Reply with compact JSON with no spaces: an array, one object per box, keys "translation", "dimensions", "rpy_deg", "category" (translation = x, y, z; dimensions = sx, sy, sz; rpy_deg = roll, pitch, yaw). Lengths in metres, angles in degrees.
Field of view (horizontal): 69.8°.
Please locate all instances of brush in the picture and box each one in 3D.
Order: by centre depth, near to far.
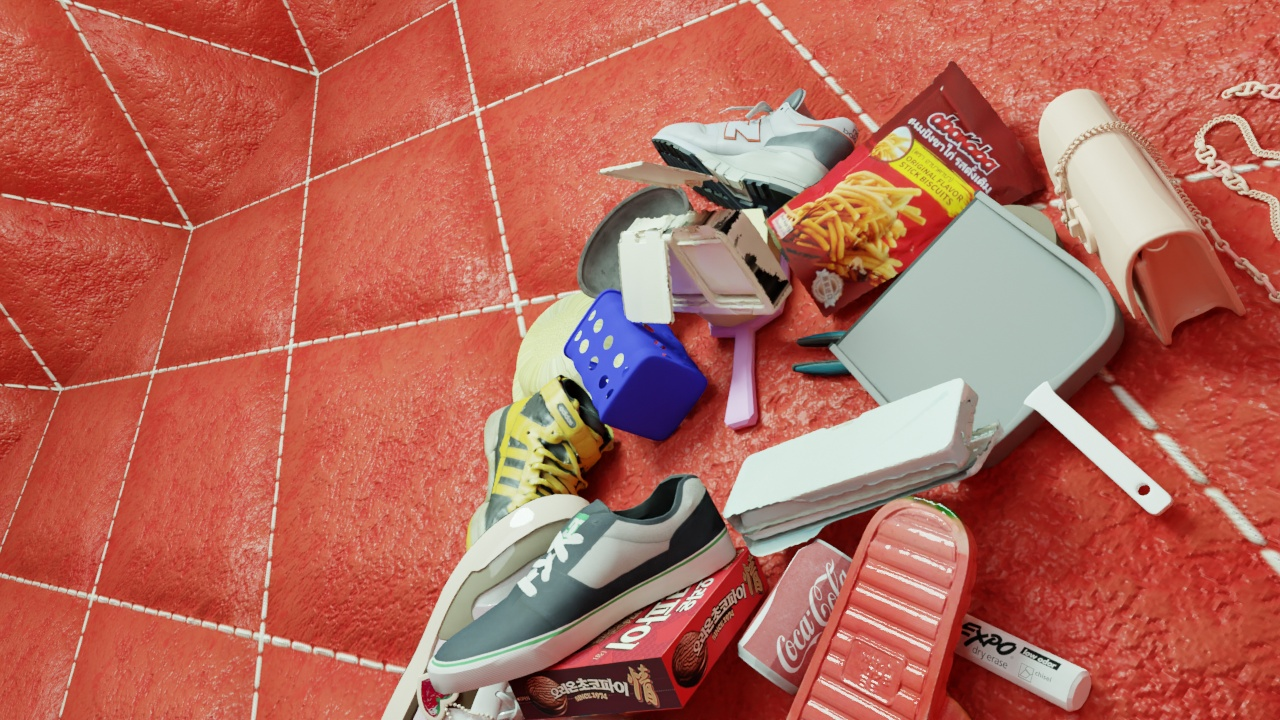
[{"translation":[0.089,-0.043,0.843],"dimensions":[0.089,0.043,0.228],"rpy_deg":[-20,46,32],"category":"brush"}]

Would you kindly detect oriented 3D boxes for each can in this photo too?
[{"translation":[0.113,0.175,0.630],"dimensions":[0.096,0.054,0.054],"rpy_deg":[-55,38,-7],"category":"can"}]

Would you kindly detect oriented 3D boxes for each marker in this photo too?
[{"translation":[0.208,0.173,0.561],"dimensions":[0.126,0.025,0.025],"rpy_deg":[19,72,50],"category":"marker"}]

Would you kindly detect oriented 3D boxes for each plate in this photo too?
[{"translation":[-0.081,-0.017,0.991],"dimensions":[0.185,0.036,0.184],"rpy_deg":[-26,44,27],"category":"plate"}]

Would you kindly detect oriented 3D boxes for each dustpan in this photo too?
[{"translation":[0.255,0.009,0.624],"dimensions":[0.163,0.033,0.257],"rpy_deg":[-49,50,16],"category":"dustpan"}]

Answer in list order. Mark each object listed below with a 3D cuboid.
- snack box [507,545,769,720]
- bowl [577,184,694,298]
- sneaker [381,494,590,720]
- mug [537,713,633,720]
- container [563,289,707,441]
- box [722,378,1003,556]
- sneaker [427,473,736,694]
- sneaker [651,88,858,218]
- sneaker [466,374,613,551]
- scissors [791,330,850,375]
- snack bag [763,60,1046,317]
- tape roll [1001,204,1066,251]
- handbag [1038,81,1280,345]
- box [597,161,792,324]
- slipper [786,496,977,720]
[{"translation":[0.002,0.194,0.662],"dimensions":[0.133,0.036,0.151],"rpy_deg":[-19,7,33],"category":"snack box"},{"translation":[0.010,-0.107,0.951],"dimensions":[0.145,0.067,0.144],"rpy_deg":[-28,41,28],"category":"bowl"},{"translation":[-0.109,0.246,0.714],"dimensions":[0.294,0.111,0.116],"rpy_deg":[-57,40,5],"category":"sneaker"},{"translation":[-0.042,0.278,0.663],"dimensions":[0.107,0.089,0.071],"rpy_deg":[25,77,51],"category":"mug"},{"translation":[-0.005,0.005,0.853],"dimensions":[0.085,0.085,0.113],"rpy_deg":[-55,37,19],"category":"container"},{"translation":[0.142,0.076,0.629],"dimensions":[0.199,0.085,0.072],"rpy_deg":[-29,81,43],"category":"box"},{"translation":[-0.048,0.152,0.654],"dimensions":[0.235,0.079,0.084],"rpy_deg":[-25,7,-18],"category":"sneaker"},{"translation":[0.125,-0.219,0.933],"dimensions":[0.124,0.089,0.240],"rpy_deg":[-48,46,-6],"category":"sneaker"},{"translation":[-0.086,0.112,0.845],"dimensions":[0.122,0.086,0.238],"rpy_deg":[-34,37,24],"category":"sneaker"},{"translation":[0.185,-0.001,0.737],"dimensions":[0.135,0.019,0.130],"rpy_deg":[-47,46,15],"category":"scissors"},{"translation":[0.216,-0.138,0.781],"dimensions":[0.208,0.066,0.138],"rpy_deg":[-34,62,15],"category":"snack bag"},{"translation":[0.273,-0.072,0.700],"dimensions":[0.094,0.030,0.093],"rpy_deg":[-26,44,27],"category":"tape roll"},{"translation":[0.367,-0.132,0.589],"dimensions":[0.188,0.116,0.198],"rpy_deg":[-29,42,24],"category":"handbag"},{"translation":[0.019,-0.096,0.761],"dimensions":[0.144,0.182,0.080],"rpy_deg":[4,50,53],"category":"box"},{"translation":[0.152,0.209,0.559],"dimensions":[0.104,0.059,0.248],"rpy_deg":[8,79,51],"category":"slipper"}]
